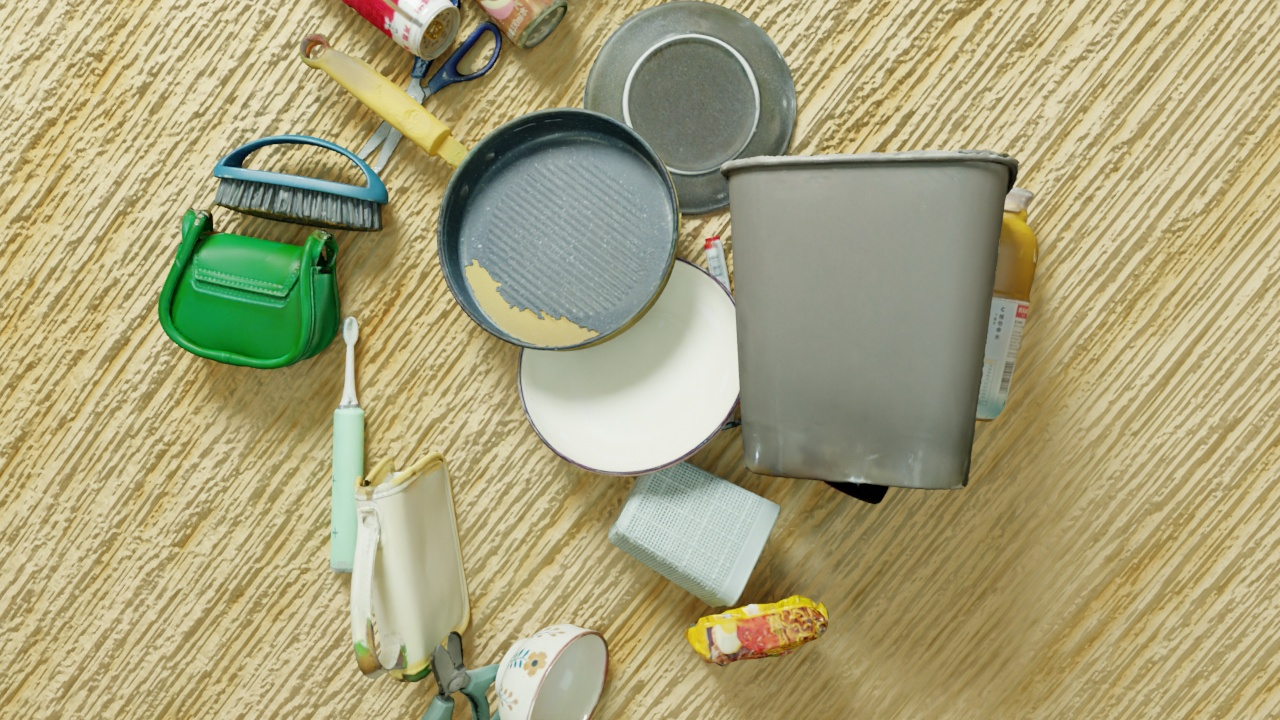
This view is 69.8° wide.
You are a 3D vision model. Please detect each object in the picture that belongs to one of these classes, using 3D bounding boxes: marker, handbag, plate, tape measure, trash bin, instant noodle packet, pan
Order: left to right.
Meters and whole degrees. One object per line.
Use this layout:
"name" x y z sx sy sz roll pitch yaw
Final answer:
"handbag" -0.320 -0.058 0.758 0.131 0.068 0.120 10 102 1
"handbag" -0.197 0.168 0.728 0.063 0.178 0.163 -7 97 7
"pan" -0.130 -0.152 0.739 0.357 0.078 0.197 37 89 13
"plate" -0.004 0.004 0.750 0.192 0.039 0.192 -5 68 13
"plate" 0.041 -0.211 0.764 0.179 0.024 0.179 0 95 0
"marker" 0.075 -0.034 0.784 0.017 0.017 0.145 -11 95 2
"instant noodle packet" 0.093 0.226 0.757 0.111 0.128 0.044 -8 71 -2
"tape measure" 0.183 0.094 0.774 0.057 0.057 0.039 24 92 40
"trash bin" 0.165 -0.029 0.671 0.199 0.198 0.220 2 91 19

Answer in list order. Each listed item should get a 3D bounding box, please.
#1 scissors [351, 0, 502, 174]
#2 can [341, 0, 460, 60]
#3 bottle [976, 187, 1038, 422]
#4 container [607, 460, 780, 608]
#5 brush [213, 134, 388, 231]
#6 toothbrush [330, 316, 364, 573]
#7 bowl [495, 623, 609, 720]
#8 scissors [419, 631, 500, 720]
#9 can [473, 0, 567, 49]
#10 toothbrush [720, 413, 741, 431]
"scissors" -0.194 -0.235 0.772 0.172 0.012 0.132 -24 96 4
"can" -0.210 -0.299 0.735 0.133 0.053 0.053 38 95 6
"bottle" 0.282 -0.047 0.754 0.068 0.068 0.189 11 95 0
"container" 0.040 0.137 0.757 0.111 0.090 0.090 29 72 0
"brush" -0.279 -0.149 0.759 0.144 0.055 0.073 10 97 0
"toothbrush" -0.253 0.074 0.794 0.026 0.027 0.224 -1 97 -37
"bowl" -0.083 0.274 0.779 0.062 0.113 0.113 14 96 30
"scissors" -0.159 0.287 0.747 0.019 0.180 0.142 29 57 31
"can" -0.126 -0.323 0.738 0.058 0.058 0.147 -42 94 4
"toothbrush" 0.146 0.034 0.790 0.181 0.015 0.018 -14 86 3
